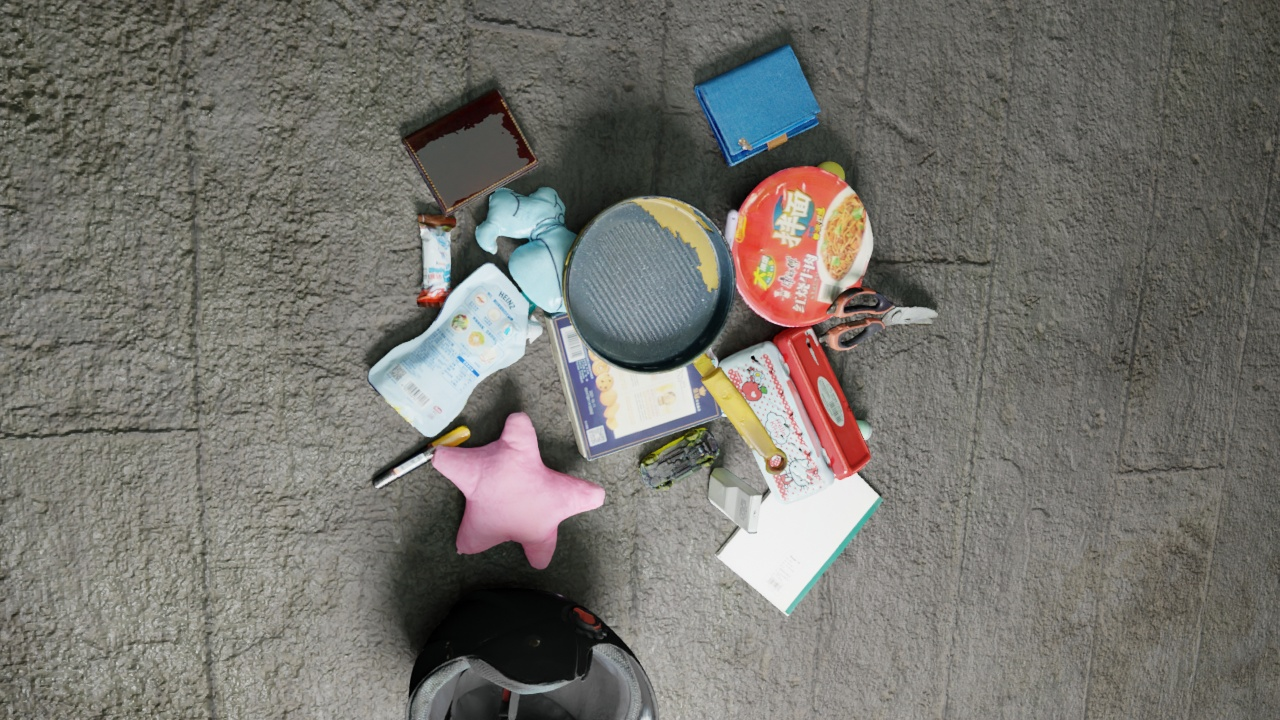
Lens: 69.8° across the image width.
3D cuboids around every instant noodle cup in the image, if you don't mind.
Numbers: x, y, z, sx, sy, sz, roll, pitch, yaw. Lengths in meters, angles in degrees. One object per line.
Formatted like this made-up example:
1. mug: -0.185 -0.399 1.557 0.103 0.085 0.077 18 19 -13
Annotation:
1. instant noodle cup: 0.186 -0.139 1.131 0.193 0.066 0.194 -3 99 -18

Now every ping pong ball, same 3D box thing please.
1. ping pong ball: 0.234 -0.228 1.145 0.040 0.040 0.040 -3 100 -19

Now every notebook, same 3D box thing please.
1. notebook: 0.217 0.223 1.232 0.150 0.012 0.209 43 85 -22

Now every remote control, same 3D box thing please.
1. remote control: 0.114 0.170 1.127 0.024 0.125 0.049 2 98 -19

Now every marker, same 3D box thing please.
1. marker: -0.251 0.111 1.052 0.123 0.015 0.018 -31 106 -9

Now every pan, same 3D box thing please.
1. pan: 0.057 -0.018 1.026 0.197 0.078 0.357 -37 108 -7

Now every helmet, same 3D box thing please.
1. helmet: -0.124 0.371 1.026 0.274 0.230 0.234 10 110 -19

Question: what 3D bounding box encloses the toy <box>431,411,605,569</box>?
1. toy: -0.158 0.157 1.062 0.178 0.074 0.194 -45 107 4

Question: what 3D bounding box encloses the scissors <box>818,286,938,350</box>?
1. scissors: 0.310 -0.046 1.183 0.192 0.015 0.207 -43 138 -3

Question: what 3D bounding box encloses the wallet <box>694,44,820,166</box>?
1. wallet: 0.143 -0.306 1.102 0.133 0.040 0.106 -28 98 -12

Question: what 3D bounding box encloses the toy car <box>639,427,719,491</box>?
1. toy car: 0.047 0.122 1.147 0.105 0.032 0.048 -30 108 0

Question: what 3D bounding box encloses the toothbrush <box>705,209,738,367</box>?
1. toothbrush: 0.092 -0.082 1.075 0.029 0.021 0.189 6 103 -15

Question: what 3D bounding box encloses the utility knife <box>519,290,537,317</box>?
1. utility knife: -0.127 -0.070 1.062 0.029 0.013 0.179 38 86 -17

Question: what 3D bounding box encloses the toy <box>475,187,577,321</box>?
1. toy: -0.103 -0.118 1.033 0.161 0.050 0.156 -3 88 -12

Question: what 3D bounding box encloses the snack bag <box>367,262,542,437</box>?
1. snack bag: -0.203 -0.011 1.028 0.191 0.039 0.110 -44 106 -4

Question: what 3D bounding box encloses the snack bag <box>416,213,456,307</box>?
1. snack bag: -0.225 -0.109 1.016 0.048 0.026 0.104 0 101 -33

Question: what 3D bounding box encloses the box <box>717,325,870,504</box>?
1. box: 0.198 0.064 1.147 0.154 0.074 0.201 -25 90 -19

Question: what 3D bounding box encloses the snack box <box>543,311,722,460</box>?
1. snack box: -0.007 0.006 1.100 0.182 0.046 0.178 -17 104 -16

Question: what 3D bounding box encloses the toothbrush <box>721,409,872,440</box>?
1. toothbrush: 0.201 0.080 1.195 0.224 0.026 0.027 8 103 -20

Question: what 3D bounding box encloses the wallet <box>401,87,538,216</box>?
1. wallet: -0.186 -0.229 1.008 0.122 0.020 0.096 -32 104 -11
